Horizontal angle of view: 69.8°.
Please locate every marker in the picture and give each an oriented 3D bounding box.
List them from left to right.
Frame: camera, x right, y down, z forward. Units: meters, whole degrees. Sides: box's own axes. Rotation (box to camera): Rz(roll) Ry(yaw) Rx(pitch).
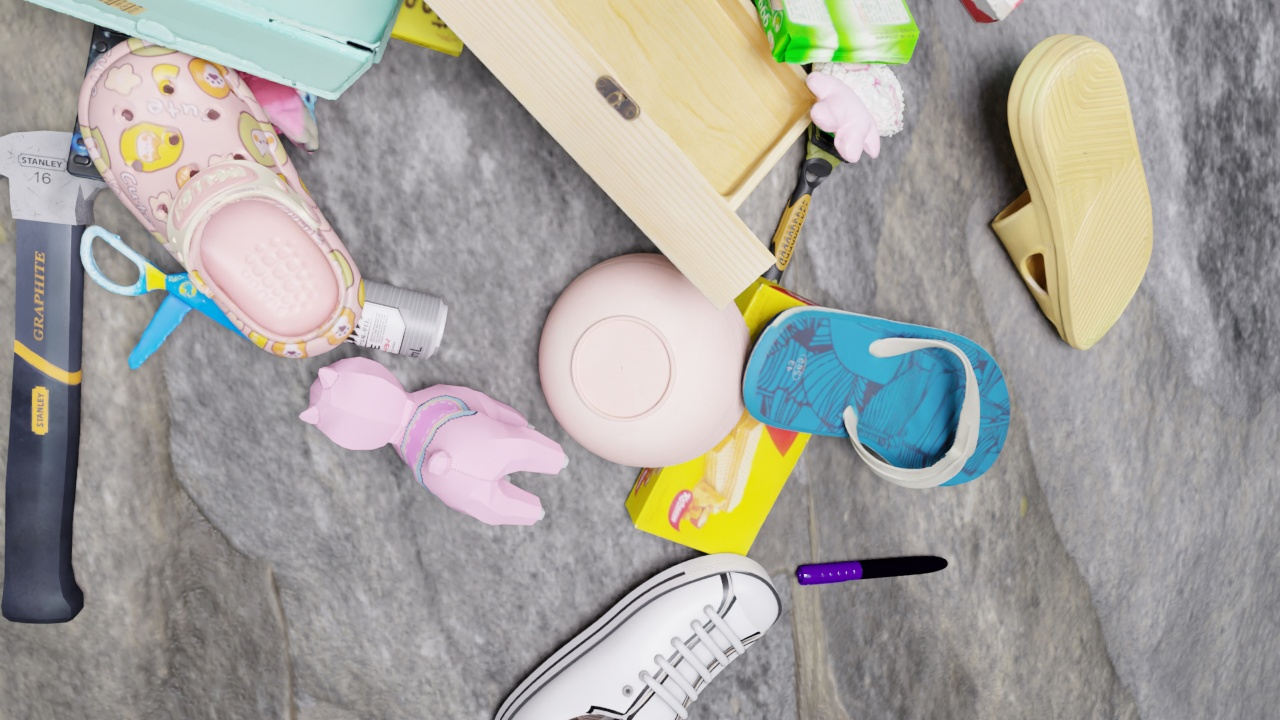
[{"bbox_3d":[0.190,0.171,0.750,0.133,0.015,0.018,-1,129,-14],"label":"marker"}]

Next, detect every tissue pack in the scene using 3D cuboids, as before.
[{"bbox_3d":[0.123,-0.242,0.611,0.099,0.034,0.113,-3,62,-13],"label":"tissue pack"}]

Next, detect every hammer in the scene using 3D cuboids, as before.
[{"bbox_3d":[-0.362,0.016,0.572,0.139,0.035,0.313,5,100,-13],"label":"hammer"}]

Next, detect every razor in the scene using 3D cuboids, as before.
[{"bbox_3d":[0.111,-0.099,0.672,0.044,0.021,0.144,18,96,-34],"label":"razor"}]

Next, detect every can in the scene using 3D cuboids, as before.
[{"bbox_3d":[-0.183,-0.032,0.600,0.106,0.044,0.044,13,97,-16],"label":"can"}]

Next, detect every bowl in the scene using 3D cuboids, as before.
[{"bbox_3d":[-0.004,0.004,0.606,0.153,0.076,0.153,1,96,12],"label":"bowl"}]

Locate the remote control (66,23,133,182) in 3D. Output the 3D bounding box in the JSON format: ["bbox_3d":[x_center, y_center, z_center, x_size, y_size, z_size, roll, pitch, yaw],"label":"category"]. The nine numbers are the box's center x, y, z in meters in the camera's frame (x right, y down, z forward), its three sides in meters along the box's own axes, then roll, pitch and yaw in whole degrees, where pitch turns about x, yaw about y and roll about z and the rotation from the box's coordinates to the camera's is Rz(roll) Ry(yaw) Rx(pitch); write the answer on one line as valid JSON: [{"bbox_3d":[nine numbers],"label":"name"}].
[{"bbox_3d":[-0.297,-0.171,0.537,0.045,0.021,0.140,9,83,-10],"label":"remote control"}]

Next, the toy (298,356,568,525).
[{"bbox_3d":[-0.135,0.050,0.597,0.157,0.123,0.067,22,95,-33],"label":"toy"}]

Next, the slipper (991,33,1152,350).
[{"bbox_3d":[0.316,-0.124,0.687,0.099,0.078,0.263,-39,128,-7],"label":"slipper"}]

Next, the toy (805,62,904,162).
[{"bbox_3d":[0.149,-0.181,0.631,0.095,0.041,0.108,44,48,-16],"label":"toy"}]

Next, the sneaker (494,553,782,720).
[{"bbox_3d":[0.002,0.241,0.659,0.245,0.097,0.091,-34,120,-1],"label":"sneaker"}]

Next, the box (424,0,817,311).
[{"bbox_3d":[-0.010,-0.181,0.559,0.247,0.119,0.251,46,47,-19],"label":"box"}]

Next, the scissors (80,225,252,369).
[{"bbox_3d":[-0.272,-0.045,0.553,0.127,0.013,0.125,37,92,-12],"label":"scissors"}]

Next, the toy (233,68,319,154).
[{"bbox_3d":[-0.234,-0.165,0.563,0.102,0.050,0.065,17,75,5],"label":"toy"}]

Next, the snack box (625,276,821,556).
[{"bbox_3d":[0.075,0.045,0.671,0.092,0.042,0.201,23,101,-18],"label":"snack box"}]

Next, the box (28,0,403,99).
[{"bbox_3d":[-0.237,-0.207,0.512,0.187,0.055,0.138,18,59,-6],"label":"box"}]

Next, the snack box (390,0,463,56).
[{"bbox_3d":[-0.126,-0.274,0.575,0.061,0.025,0.149,12,98,-16],"label":"snack box"}]

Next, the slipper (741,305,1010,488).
[{"bbox_3d":[0.194,0.031,0.656,0.294,0.060,0.118,16,97,-36],"label":"slipper"}]

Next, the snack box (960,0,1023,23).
[{"bbox_3d":[0.192,-0.364,0.629,0.076,0.044,0.273,-43,107,3],"label":"snack box"}]

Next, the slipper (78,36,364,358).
[{"bbox_3d":[-0.230,-0.082,0.505,0.093,0.081,0.197,-31,111,-6],"label":"slipper"}]
